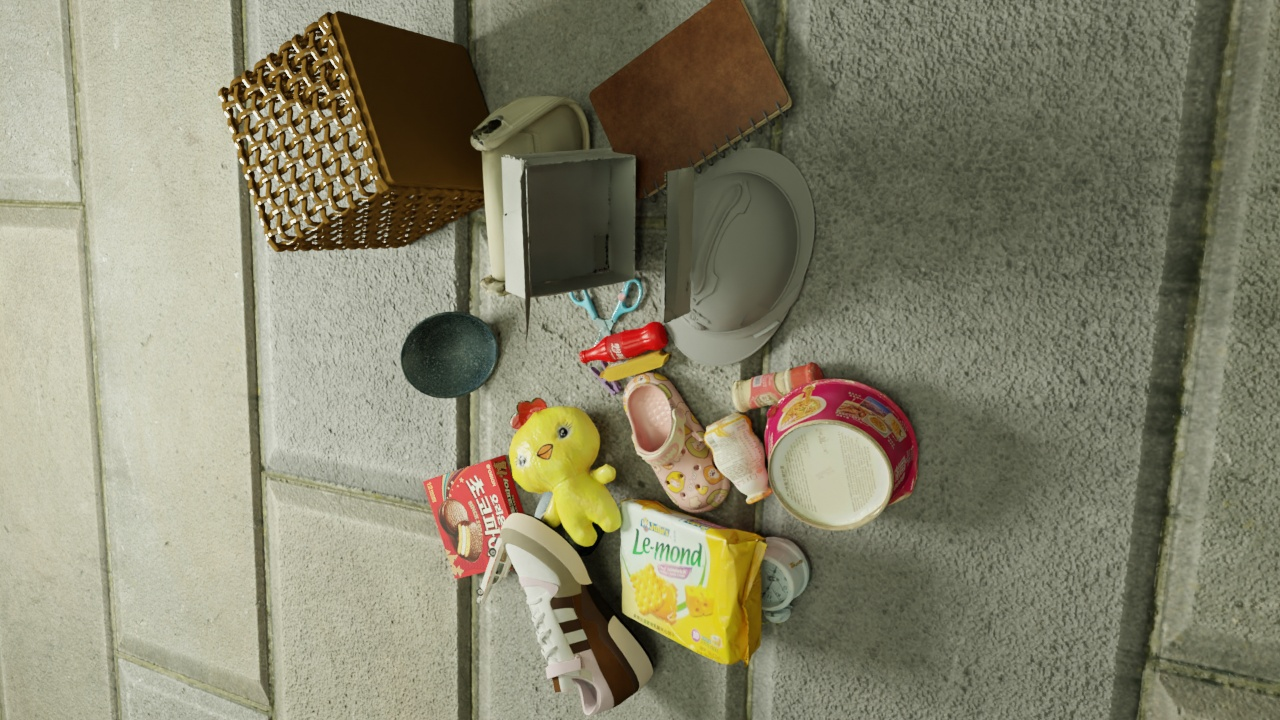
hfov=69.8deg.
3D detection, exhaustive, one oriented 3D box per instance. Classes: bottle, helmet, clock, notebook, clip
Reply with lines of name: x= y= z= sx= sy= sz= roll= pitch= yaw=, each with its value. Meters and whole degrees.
bottle: x=-0.025 y=-0.019 z=1.190 sx=0.119 sy=0.036 sz=0.036 roll=-16 pitch=90 yaw=22
helmet: x=0.091 y=-0.120 z=1.073 sx=0.183 sy=0.117 sz=0.271 roll=24 pitch=104 yaw=22
clock: x=0.159 y=0.275 z=1.136 sx=0.083 sy=0.056 sz=0.118 roll=27 pitch=116 yaw=21
notebook: x=0.058 y=-0.313 z=1.113 sx=0.226 sy=0.024 sz=0.167 roll=-29 pitch=80 yaw=28
clip: x=-0.045 y=0.024 z=1.226 sx=0.032 sy=0.013 sz=0.051 roll=-32 pitch=90 yaw=33
bottle: x=0.164 y=0.033 z=1.104 sx=0.109 sy=0.044 sz=0.044 roll=-15 pitch=91 yaw=29
bottle: x=0.124 y=0.120 z=1.126 sx=0.063 sy=0.063 sz=0.109 roll=-29 pitch=84 yaw=28

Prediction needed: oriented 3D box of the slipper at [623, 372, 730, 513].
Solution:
slipper: x=0.032 y=0.108 z=1.163 sx=0.093 sy=0.081 sz=0.197 roll=-37 pitch=78 yaw=28

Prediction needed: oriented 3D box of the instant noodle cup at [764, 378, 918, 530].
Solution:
instant noodle cup: x=0.220 y=0.117 z=1.044 sx=0.179 sy=0.077 sz=0.179 roll=8 pitch=114 yaw=19

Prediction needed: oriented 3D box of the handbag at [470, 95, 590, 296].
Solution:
handbag: x=-0.163 y=-0.214 z=1.167 sx=0.132 sy=0.183 sz=0.229 roll=9 pitch=114 yaw=30

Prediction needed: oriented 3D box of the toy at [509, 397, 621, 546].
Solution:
toy: x=-0.099 y=0.144 z=1.218 sx=0.134 sy=0.092 sz=0.207 roll=-35 pitch=67 yaw=15

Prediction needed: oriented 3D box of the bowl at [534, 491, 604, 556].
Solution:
bowl: x=-0.107 y=0.224 z=1.266 sx=0.110 sy=0.055 sz=0.110 roll=5 pitch=100 yaw=28

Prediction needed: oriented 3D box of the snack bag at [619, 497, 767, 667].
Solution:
snack bag: x=0.063 y=0.267 z=1.139 sx=0.248 sy=0.068 sz=0.159 roll=9 pitch=100 yaw=51

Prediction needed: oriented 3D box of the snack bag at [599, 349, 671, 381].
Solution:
snack bag: x=-0.007 y=0.007 z=1.190 sx=0.099 sy=0.026 sz=0.020 roll=-17 pitch=103 yaw=17

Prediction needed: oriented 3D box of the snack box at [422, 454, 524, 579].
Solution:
snack box: x=-0.236 y=0.230 z=1.344 sx=0.133 sy=0.035 sz=0.152 roll=-19 pitch=89 yaw=28

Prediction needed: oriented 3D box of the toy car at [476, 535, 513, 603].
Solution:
toy car: x=-0.199 y=0.291 z=1.294 sx=0.039 sy=0.039 sz=0.113 roll=20 pitch=108 yaw=1

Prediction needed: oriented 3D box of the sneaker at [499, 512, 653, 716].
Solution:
sneaker: x=-0.112 y=0.344 z=1.216 sx=0.294 sy=0.116 sz=0.112 roll=56 pitch=143 yaw=-7

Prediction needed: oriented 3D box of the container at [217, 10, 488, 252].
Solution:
container: x=-0.351 y=-0.286 z=1.203 sx=0.215 sy=0.251 sz=0.219 roll=-20 pitch=88 yaw=28

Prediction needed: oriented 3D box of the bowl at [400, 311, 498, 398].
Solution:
bowl: x=-0.274 y=-0.018 z=1.304 sx=0.137 sy=0.137 sz=0.057 roll=-66 pitch=29 yaw=19

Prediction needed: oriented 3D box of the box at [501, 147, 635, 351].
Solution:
box: x=-0.085 y=-0.140 z=1.030 sx=0.165 sy=0.329 sz=0.167 roll=0 pitch=110 yaw=1

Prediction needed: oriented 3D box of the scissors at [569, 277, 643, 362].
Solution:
scissors: x=-0.054 y=-0.064 z=1.219 sx=0.129 sy=0.015 sz=0.135 roll=35 pitch=110 yaw=17
